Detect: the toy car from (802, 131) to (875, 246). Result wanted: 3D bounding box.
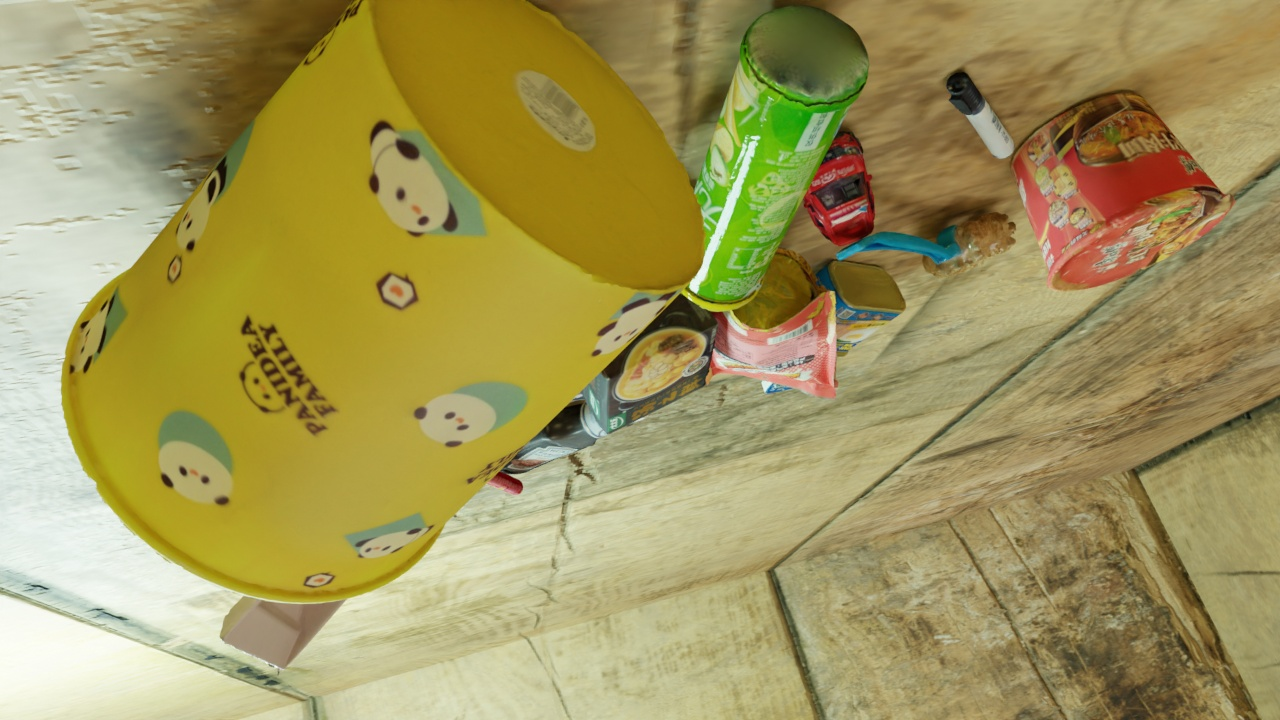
[{"bbox_3d":[0.145,-0.123,0.673,0.053,0.045,0.120,-25,155,14],"label":"toy car"}]

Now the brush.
[{"bbox_3d":[0.238,-0.095,0.764,0.254,0.046,0.083,-7,167,-46],"label":"brush"}]

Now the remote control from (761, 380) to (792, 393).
[{"bbox_3d":[0.174,0.002,1.024,0.049,0.024,0.125,-11,159,-16],"label":"remote control"}]

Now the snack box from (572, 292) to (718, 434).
[{"bbox_3d":[-0.005,0.004,0.763,0.125,0.053,0.113,-27,157,-14],"label":"snack box"}]

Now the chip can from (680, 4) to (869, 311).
[{"bbox_3d":[0.073,-0.117,0.577,0.072,0.072,0.222,-11,155,-17],"label":"chip can"}]

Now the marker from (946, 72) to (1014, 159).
[{"bbox_3d":[0.246,-0.172,0.661,0.018,0.022,0.130,22,-178,36],"label":"marker"}]

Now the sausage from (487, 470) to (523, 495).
[{"bbox_3d":[-0.158,0.116,0.942,0.020,0.020,0.156,-22,154,11],"label":"sausage"}]

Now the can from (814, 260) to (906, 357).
[{"bbox_3d":[0.188,-0.048,0.871,0.102,0.057,0.083,2,150,-39],"label":"can"}]

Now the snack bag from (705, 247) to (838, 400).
[{"bbox_3d":[0.111,-0.018,0.799,0.129,0.073,0.208,6,158,12],"label":"snack bag"}]

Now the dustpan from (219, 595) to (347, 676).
[{"bbox_3d":[-0.245,0.153,0.835,0.139,0.272,0.223,11,158,-3],"label":"dustpan"}]

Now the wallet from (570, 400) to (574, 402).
[{"bbox_3d":[-0.038,0.006,0.857,0.101,0.020,0.115,-19,163,-24],"label":"wallet"}]

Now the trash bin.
[{"bbox_3d":[-0.121,-0.036,0.460,0.229,0.229,0.256,8,141,-48],"label":"trash bin"}]

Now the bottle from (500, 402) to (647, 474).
[{"bbox_3d":[-0.075,0.072,0.948,0.195,0.044,0.079,-23,158,33],"label":"bottle"}]

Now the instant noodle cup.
[{"bbox_3d":[0.367,-0.134,0.726,0.138,0.108,0.138,-15,158,-6],"label":"instant noodle cup"}]
